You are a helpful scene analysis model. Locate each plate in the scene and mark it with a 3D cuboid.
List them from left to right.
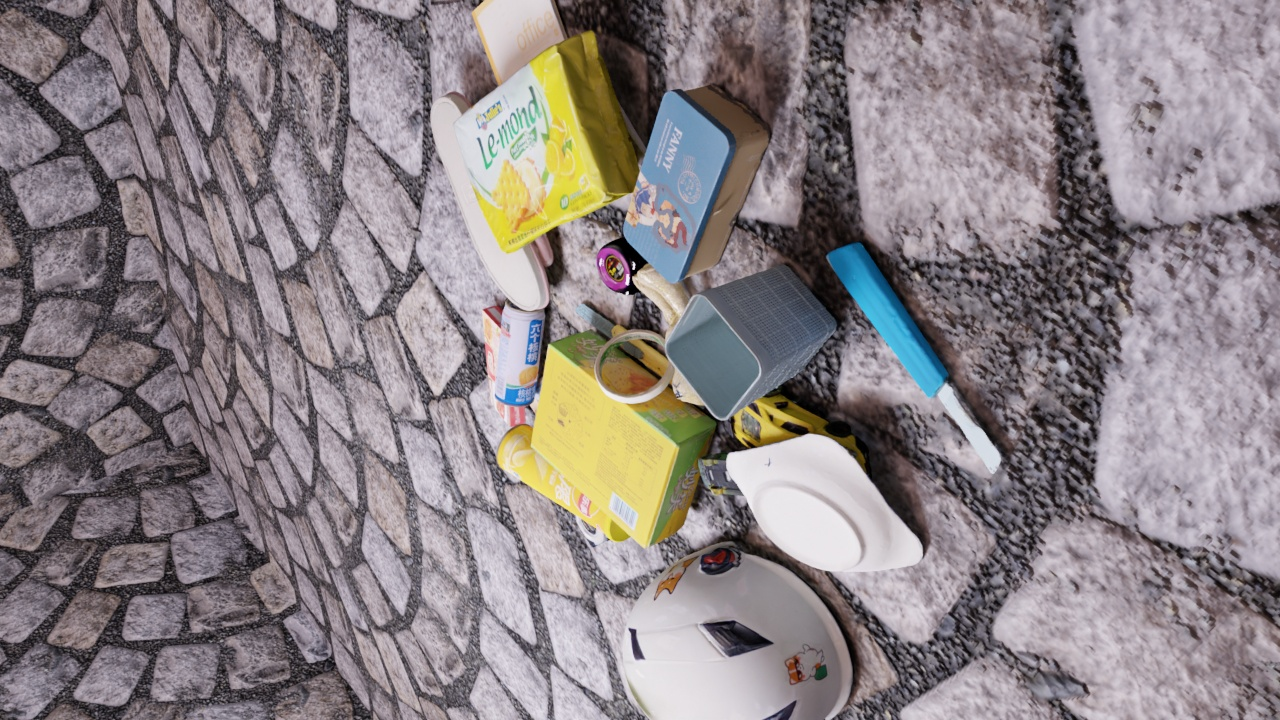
[{"bbox_3d":[0.160,0.144,0.846,0.163,0.034,0.165,50,145,-12],"label":"plate"}]

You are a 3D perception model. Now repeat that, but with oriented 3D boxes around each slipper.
[{"bbox_3d":[-0.170,-0.190,1.095,0.114,0.054,0.274,-17,99,55],"label":"slipper"}]

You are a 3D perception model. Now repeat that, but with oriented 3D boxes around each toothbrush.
[{"bbox_3d":[-0.025,-0.247,0.906,0.016,0.016,0.180,-40,77,42],"label":"toothbrush"}]

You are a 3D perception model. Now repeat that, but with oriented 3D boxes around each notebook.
[{"bbox_3d":[-0.112,-0.305,0.989,0.146,0.010,0.206,-9,103,54],"label":"notebook"}]

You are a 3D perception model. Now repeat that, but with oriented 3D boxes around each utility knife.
[{"bbox_3d":[-0.003,-0.012,1.024,0.216,0.022,0.031,40,132,38],"label":"utility knife"},{"bbox_3d":[0.220,-0.005,0.732,0.218,0.018,0.034,58,143,12],"label":"utility knife"}]

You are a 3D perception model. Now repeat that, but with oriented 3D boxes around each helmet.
[{"bbox_3d":[0.078,0.328,0.995,0.275,0.156,0.230,-14,99,54],"label":"helmet"}]

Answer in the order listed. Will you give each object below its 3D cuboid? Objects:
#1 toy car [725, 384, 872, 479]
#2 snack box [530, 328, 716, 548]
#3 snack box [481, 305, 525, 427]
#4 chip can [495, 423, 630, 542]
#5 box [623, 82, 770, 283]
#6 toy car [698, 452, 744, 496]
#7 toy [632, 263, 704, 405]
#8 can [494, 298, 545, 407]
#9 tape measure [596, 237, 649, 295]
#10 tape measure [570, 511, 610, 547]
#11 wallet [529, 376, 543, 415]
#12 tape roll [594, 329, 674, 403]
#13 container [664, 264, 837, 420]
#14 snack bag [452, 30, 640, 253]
[{"bbox_3d":[0.146,0.073,0.857,0.156,0.041,0.071,30,133,37],"label":"toy car"},{"bbox_3d":[-0.026,0.085,1.041,0.210,0.069,0.158,37,130,31],"label":"snack box"},{"bbox_3d":[-0.185,0.009,1.245,0.075,0.025,0.153,42,140,48],"label":"snack box"},{"bbox_3d":[-0.090,0.151,1.164,0.213,0.071,0.072,26,129,36],"label":"chip can"},{"bbox_3d":[0.049,-0.162,0.825,0.090,0.061,0.185,45,142,25],"label":"box"},{"bbox_3d":[0.099,0.115,0.945,0.091,0.036,0.043,0,109,52],"label":"toy car"},{"bbox_3d":[0.039,-0.026,0.912,0.105,0.066,0.157,-9,110,59],"label":"toy"},{"bbox_3d":[-0.153,-0.011,1.165,0.053,0.053,0.135,32,123,38],"label":"can"},{"bbox_3d":[-0.015,-0.101,0.963,0.058,0.039,0.057,37,136,27],"label":"tape measure"},{"bbox_3d":[-0.057,0.207,1.203,0.065,0.033,0.066,59,147,6],"label":"tape measure"},{"bbox_3d":[-0.106,0.057,1.189,0.115,0.024,0.087,-32,80,54],"label":"wallet"},{"bbox_3d":[-0.006,0.006,0.977,0.086,0.085,0.014,40,165,32],"label":"tape roll"},{"bbox_3d":[0.098,-0.021,0.800,0.090,0.111,0.090,52,143,17],"label":"container"},{"bbox_3d":[-0.097,-0.212,0.943,0.247,0.068,0.158,-13,97,51],"label":"snack bag"}]
